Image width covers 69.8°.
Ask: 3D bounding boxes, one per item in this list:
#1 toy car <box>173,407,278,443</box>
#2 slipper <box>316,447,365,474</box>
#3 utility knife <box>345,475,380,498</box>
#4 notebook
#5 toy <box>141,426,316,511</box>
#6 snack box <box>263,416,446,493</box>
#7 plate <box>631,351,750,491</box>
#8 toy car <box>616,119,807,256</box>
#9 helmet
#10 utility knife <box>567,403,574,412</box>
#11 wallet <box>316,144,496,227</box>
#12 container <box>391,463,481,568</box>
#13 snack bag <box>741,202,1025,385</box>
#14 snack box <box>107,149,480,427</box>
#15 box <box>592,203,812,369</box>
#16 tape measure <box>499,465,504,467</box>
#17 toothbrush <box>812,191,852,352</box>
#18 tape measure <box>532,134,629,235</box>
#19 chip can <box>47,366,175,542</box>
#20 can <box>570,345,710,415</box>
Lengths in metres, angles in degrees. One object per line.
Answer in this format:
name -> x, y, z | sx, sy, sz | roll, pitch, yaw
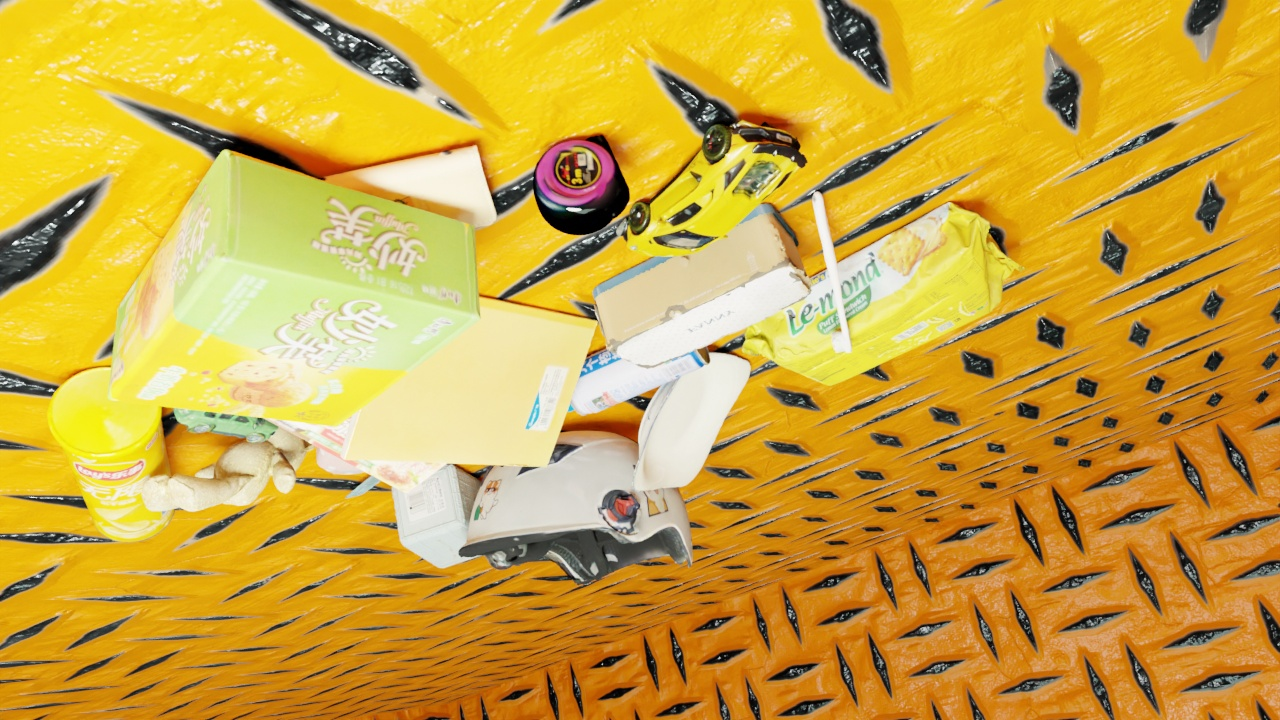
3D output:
toy car -> -0.327, 0.037, 0.733 | 0.036, 0.043, 0.091 | -26, 156, 20
slipper -> -0.214, 0.051, 0.826 | 0.114, 0.054, 0.275 | 3, 148, -39
utility knife -> -0.251, 0.104, 0.969 | 0.031, 0.022, 0.217 | 10, 139, -46
notebook -> -0.132, 0.019, 0.751 | 0.206, 0.010, 0.146 | 9, 105, -47
toy -> -0.340, 0.090, 0.766 | 0.105, 0.066, 0.157 | -9, -171, 21
snack box -> -0.229, 0.051, 0.757 | 0.075, 0.025, 0.153 | -36, 126, 24
plate -> 0.045, 0.060, 0.973 | 0.163, 0.034, 0.164 | 9, 109, -61
toy car -> 0.049, -0.113, 0.649 | 0.071, 0.041, 0.156 | 5, 150, -41
helmet -> -0.068, 0.157, 1.039 | 0.273, 0.156, 0.231 | 20, 150, -38
utility knife -> 0.016, 0.005, 0.925 | 0.219, 0.018, 0.034 | -24, 174, 14
wallet -> -0.151, -0.094, 0.577 | 0.115, 0.024, 0.087 | -14, 159, -5
container -> -0.228, 0.180, 1.073 | 0.090, 0.090, 0.111 | -19, 154, 4
snack bag -> 0.235, -0.052, 0.883 | 0.247, 0.068, 0.158 | -29, 154, 26
snack box -> -0.222, -0.030, 0.579 | 0.157, 0.070, 0.211 | 13, 150, -40
box -> 0.056, -0.059, 0.756 | 0.184, 0.062, 0.089 | -26, 156, 16
tape measure -> -0.151, 0.067, 0.890 | 0.033, 0.066, 0.066 | -49, 164, -19
toothbrush -> 0.160, -0.069, 0.775 | 0.016, 0.016, 0.180 | -8, 135, 15
tape measure -> -0.039, -0.108, 0.579 | 0.058, 0.057, 0.039 | -22, 159, -10
chip can -> -0.418, 0.082, 0.740 | 0.072, 0.072, 0.214 | -5, 156, -25
can -> -0.005, 0.005, 0.865 | 0.135, 0.053, 0.053 | -24, 156, 16
